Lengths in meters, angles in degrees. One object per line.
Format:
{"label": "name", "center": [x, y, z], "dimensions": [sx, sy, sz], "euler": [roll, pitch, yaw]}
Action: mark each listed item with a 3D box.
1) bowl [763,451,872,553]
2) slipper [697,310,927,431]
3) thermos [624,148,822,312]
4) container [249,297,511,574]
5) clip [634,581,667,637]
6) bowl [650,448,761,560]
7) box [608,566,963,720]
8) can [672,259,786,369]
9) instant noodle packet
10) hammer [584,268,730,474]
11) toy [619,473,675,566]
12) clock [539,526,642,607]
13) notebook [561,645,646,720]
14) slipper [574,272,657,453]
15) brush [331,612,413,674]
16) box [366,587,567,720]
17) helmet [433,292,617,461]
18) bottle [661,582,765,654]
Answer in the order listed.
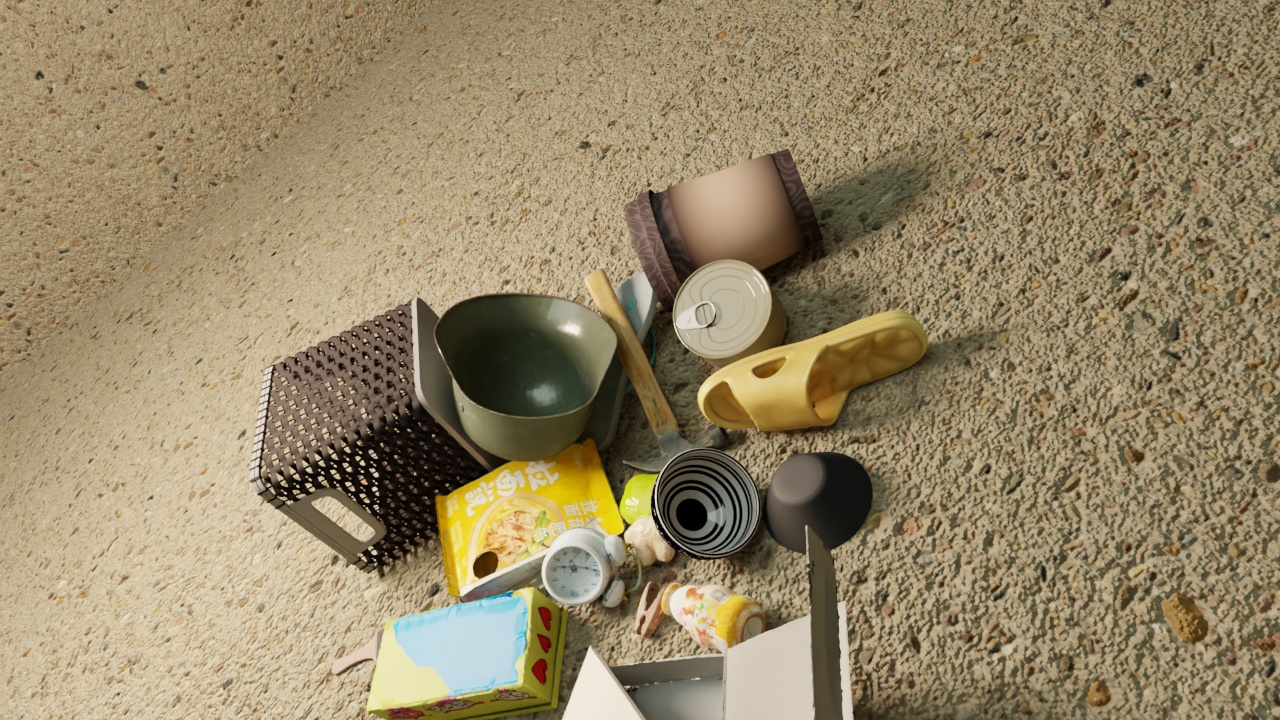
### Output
{"label": "bowl", "center": [0.178, 0.137, 0.976], "dimensions": [0.124, 0.052, 0.123], "euler": [-21, 44, 21]}
{"label": "slipper", "center": [0.196, 0.029, 1.028], "dimensions": [0.264, 0.099, 0.078], "euler": [-23, 45, 13]}
{"label": "thermos", "center": [0.114, -0.179, 1.232], "dimensions": [0.226, 0.173, 0.172], "euler": [-21, 43, 12]}
{"label": "container", "center": [-0.345, 0.096, 1.269], "dimensions": [0.244, 0.247, 0.245], "euler": [-28, 42, 9]}
{"label": "clip", "center": [0.007, 0.271, 1.008], "dimensions": [0.045, 0.025, 0.061], "euler": [18, 70, 45]}
{"label": "bowl", "center": [0.065, 0.163, 1.011], "dimensions": [0.120, 0.120, 0.066], "euler": [-66, 5, -28]}
{"label": "box", "center": [0.107, 0.326, 0.804], "dimensions": [0.420, 0.108, 0.165], "euler": [-27, 41, 34]}
{"label": "can", "center": [0.113, -0.054, 1.149], "dimensions": [0.128, 0.073, 0.127], "euler": [-8, 71, 23]}
{"label": "instant noodle packet", "center": [-0.138, 0.199, 1.152], "dimensions": [0.221, 0.084, 0.163], "euler": [-28, 43, 4]}
{"label": "hammer", "center": [-0.007, 0.007, 1.193], "dimensions": [0.132, 0.033, 0.330], "euler": [-33, 56, 12]}
{"label": "toy", "center": [0.019, 0.182, 1.065], "dimensions": [0.092, 0.043, 0.117], "euler": [-11, 54, 17]}
{"label": "clock", "center": [-0.056, 0.236, 1.044], "dimensions": [0.118, 0.057, 0.083], "euler": [2, 94, 9]}
{"label": "notebook", "center": [-0.044, 0.371, 0.838], "dimensions": [0.153, 0.012, 0.209], "euler": [-70, 18, -2]}
{"label": "slipper", "center": [-0.031, 0.007, 1.266], "dimensions": [0.098, 0.054, 0.268], "euler": [2, 67, 41]}
{"label": "brush", "center": [-0.352, 0.374, 1.195], "dimensions": [0.136, 0.015, 0.049], "euler": [-29, 41, 13]}
{"label": "box", "center": [-0.197, 0.347, 1.059], "dimensions": [0.221, 0.079, 0.124], "euler": [-18, 46, 20]}
{"label": "helmet", "center": [-0.149, 0.038, 1.173], "dimensions": [0.227, 0.154, 0.267], "euler": [1, 28, -12]}
{"label": "bottle", "center": [0.072, 0.260, 0.938], "dimensions": [0.109, 0.063, 0.063], "euler": [11, 62, 44]}
